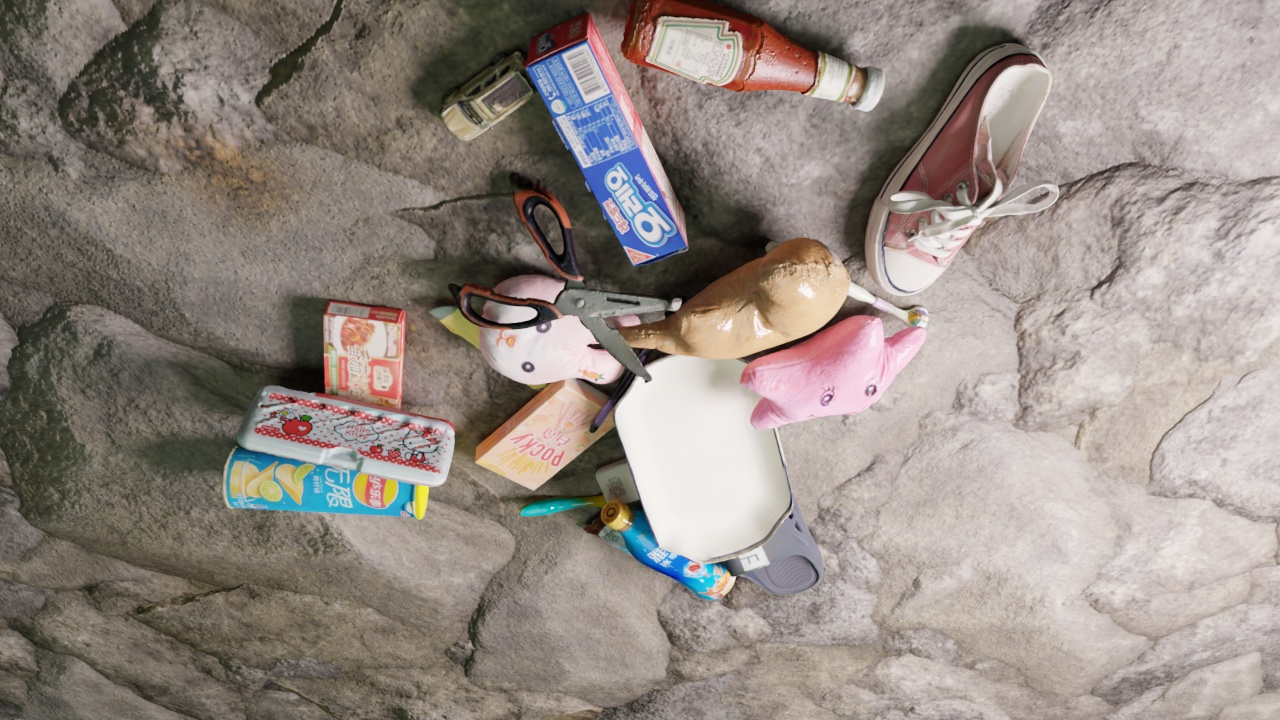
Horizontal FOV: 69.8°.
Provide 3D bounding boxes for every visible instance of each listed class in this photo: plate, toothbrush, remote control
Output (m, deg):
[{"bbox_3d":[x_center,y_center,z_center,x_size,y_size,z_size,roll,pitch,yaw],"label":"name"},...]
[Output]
[{"bbox_3d":[0.068,0.101,0.984,0.162,0.034,0.266,-19,116,1],"label":"plate"},{"bbox_3d":[-0.006,0.005,0.933,0.014,0.016,0.189,18,121,-28],"label":"toothbrush"},{"bbox_3d":[0.200,-0.072,0.885,0.189,0.029,0.020,23,168,-18],"label":"toothbrush"},{"bbox_3d":[0.013,0.128,1.042,0.125,0.024,0.049,-21,100,16],"label":"remote control"}]

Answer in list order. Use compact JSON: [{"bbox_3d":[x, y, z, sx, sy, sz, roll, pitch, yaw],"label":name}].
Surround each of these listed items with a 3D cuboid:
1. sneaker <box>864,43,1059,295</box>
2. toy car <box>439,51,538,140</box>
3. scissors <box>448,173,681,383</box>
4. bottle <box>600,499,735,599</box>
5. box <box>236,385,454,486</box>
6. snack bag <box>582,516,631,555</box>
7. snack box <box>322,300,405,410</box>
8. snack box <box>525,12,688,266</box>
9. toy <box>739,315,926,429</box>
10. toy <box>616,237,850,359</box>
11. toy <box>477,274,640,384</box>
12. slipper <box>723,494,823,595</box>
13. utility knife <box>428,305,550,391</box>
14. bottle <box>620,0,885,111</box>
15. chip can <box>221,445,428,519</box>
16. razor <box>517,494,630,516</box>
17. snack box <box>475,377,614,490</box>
[{"bbox_3d":[0.269,-0.142,0.777,0.118,0.087,0.242,13,129,-13],"label":"sneaker"},{"bbox_3d":[-0.124,-0.211,0.744,0.091,0.035,0.042,-26,126,23],"label":"toy car"},{"bbox_3d":[-0.073,-0.060,0.822,0.189,0.015,0.225,-32,93,24],"label":"scissors"},{"bbox_3d":[0.032,0.220,1.089,0.065,0.065,0.218,-31,133,23],"label":"bottle"},{"bbox_3d":[-0.295,0.093,0.931,0.201,0.100,0.095,13,130,-11],"label":"box"},{"bbox_3d":[-0.017,0.220,1.131,0.105,0.026,0.045,29,134,-23],"label":"snack bag"},{"bbox_3d":[-0.283,0.009,0.940,0.075,0.025,0.153,9,130,-8],"label":"snack box"},{"bbox_3d":[-0.022,-0.175,0.762,0.057,0.058,0.207,-19,129,15],"label":"snack box"},{"bbox_3d":[0.183,0.009,0.888,0.194,0.074,0.179,-10,149,-18],"label":"toy"},{"bbox_3d":[0.084,-0.042,0.845,0.227,0.082,0.143,-24,156,29],"label":"toy"},{"bbox_3d":[-0.079,-0.025,0.899,0.159,0.054,0.122,11,125,-18],"label":"toy"},{"bbox_3d":[0.152,0.223,1.103,0.111,0.083,0.268,-24,129,17],"label":"slipper"},{"bbox_3d":[-0.141,-0.005,0.937,0.031,0.019,0.178,-29,125,27],"label":"utility knife"},{"bbox_3d":[0.090,-0.236,0.711,0.206,0.059,0.060,12,130,-12],"label":"bottle"},{"bbox_3d":[-0.345,0.136,1.020,0.210,0.071,0.071,3,131,-4],"label":"chip can"},{"bbox_3d":[-0.079,0.172,1.086,0.132,0.028,0.043,-6,106,0],"label":"razor"},{"bbox_3d":[-0.101,0.080,1.002,0.084,0.026,0.158,31,124,-31],"label":"snack box"}]
